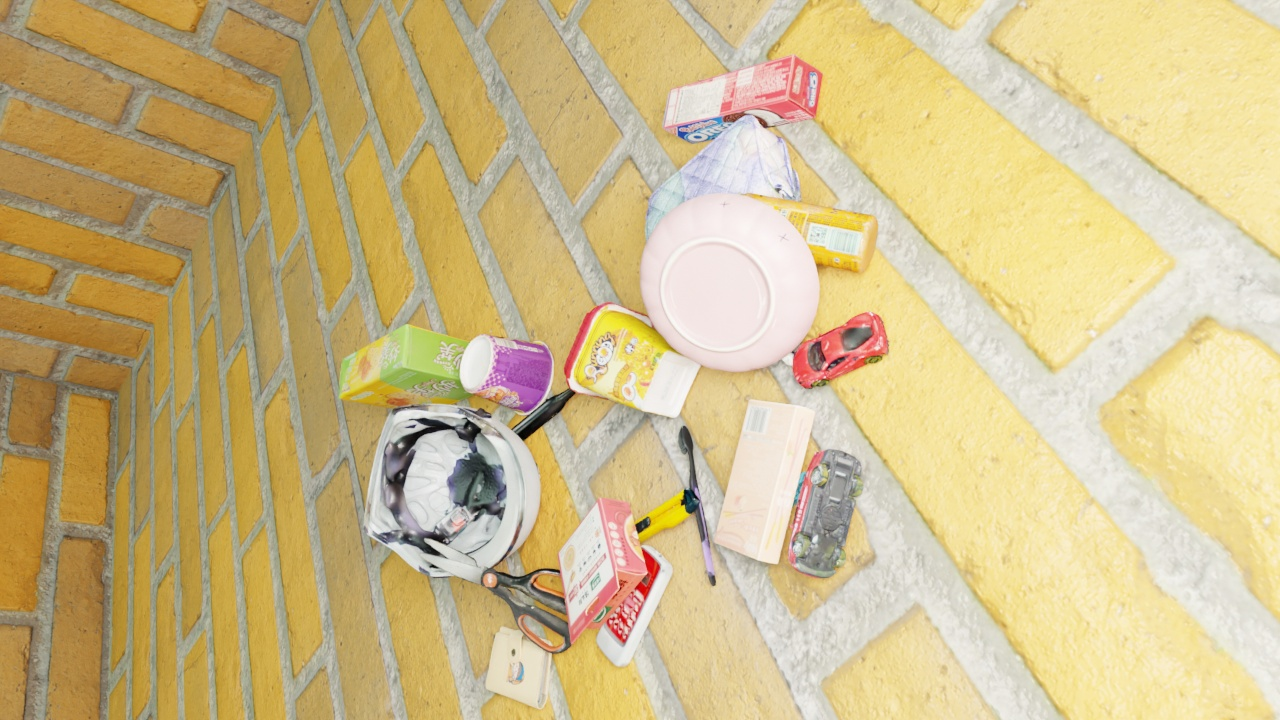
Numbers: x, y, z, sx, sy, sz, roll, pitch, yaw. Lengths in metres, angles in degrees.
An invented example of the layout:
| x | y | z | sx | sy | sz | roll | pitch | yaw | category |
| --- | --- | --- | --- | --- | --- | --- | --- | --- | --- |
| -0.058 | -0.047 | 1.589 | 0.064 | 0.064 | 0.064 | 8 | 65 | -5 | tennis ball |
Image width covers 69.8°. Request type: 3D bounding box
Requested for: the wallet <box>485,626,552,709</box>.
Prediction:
| x | y | z | sx | sy | sz | roll | pitch | yaw | category |
| --- | --- | --- | --- | --- | --- | --- | --- | --- | --- |
| -0.156 | 0.388 | 1.173 | 0.115 | 0.024 | 0.087 | -6 | 71 | 49 | wallet |

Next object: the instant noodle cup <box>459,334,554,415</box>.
| x | y | z | sx | sy | sz | roll | pitch | yaw | category |
| --- | --- | --- | --- | --- | --- | --- | --- | --- | --- |
| -0.193 | 0.015 | 1.297 | 0.112 | 0.099 | 0.111 | -20 | 63 | 45 | instant noodle cup |

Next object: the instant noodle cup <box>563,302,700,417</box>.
| x | y | z | sx | sy | sz | roll | pitch | yaw | category |
| --- | --- | --- | --- | --- | --- | --- | --- | --- | --- |
| -0.006 | 0.006 | 1.084 | 0.124 | 0.116 | 0.116 | 28 | 98 | 38 | instant noodle cup |

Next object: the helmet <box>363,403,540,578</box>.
| x | y | z | sx | sy | sz | roll | pitch | yaw | category |
| --- | --- | --- | --- | --- | --- | --- | --- | --- | --- |
| -0.234 | 0.172 | 1.241 | 0.259 | 0.145 | 0.229 | 10 | 91 | 23 | helmet |

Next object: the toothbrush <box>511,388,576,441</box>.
| x | y | z | sx | sy | sz | roll | pitch | yaw | category |
| --- | --- | --- | --- | --- | --- | --- | --- | --- | --- |
| -0.120 | 0.061 | 1.251 | 0.213 | 0.026 | 0.027 | -39 | 70 | 33 | toothbrush |

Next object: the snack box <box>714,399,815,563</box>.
| x | y | z | sx | sy | sz | roll | pitch | yaw | category |
| --- | --- | --- | --- | --- | --- | --- | --- | --- | --- |
| 0.125 | 0.120 | 0.934 | 0.085 | 0.026 | 0.157 | 6 | 81 | 63 | snack box |

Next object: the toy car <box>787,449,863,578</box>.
| x | y | z | sx | sy | sz | roll | pitch | yaw | category |
| --- | --- | --- | --- | --- | --- | --- | --- | --- | --- |
| 0.172 | 0.144 | 0.865 | 0.045 | 0.053 | 0.120 | -16 | 56 | 69 | toy car |

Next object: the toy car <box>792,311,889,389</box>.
| x | y | z | sx | sy | sz | roll | pitch | yaw | category |
| --- | --- | --- | --- | --- | --- | --- | --- | --- | --- |
| 0.194 | -0.009 | 0.909 | 0.107 | 0.031 | 0.049 | -29 | 55 | 36 | toy car |

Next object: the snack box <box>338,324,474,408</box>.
| x | y | z | sx | sy | sz | roll | pitch | yaw | category |
| --- | --- | --- | --- | --- | --- | --- | --- | --- | --- |
| -0.350 | 0.020 | 1.427 | 0.211 | 0.157 | 0.070 | -19 | 64 | 44 | snack box |

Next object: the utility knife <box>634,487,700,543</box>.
| x | y | z | sx | sy | sz | roll | pitch | yaw | category |
| --- | --- | --- | --- | --- | --- | --- | --- | --- | --- |
| 0.000 | 0.198 | 1.061 | 0.207 | 0.015 | 0.033 | -41 | 42 | 40 | utility knife |

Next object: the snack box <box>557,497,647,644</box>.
| x | y | z | sx | sy | sz | roll | pitch | yaw | category |
| --- | --- | --- | --- | --- | --- | --- | --- | --- | --- |
| -0.045 | 0.242 | 1.052 | 0.113 | 0.044 | 0.127 | -54 | 33 | 31 | snack box |

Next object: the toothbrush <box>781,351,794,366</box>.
| x | y | z | sx | sy | sz | roll | pitch | yaw | category |
| --- | --- | --- | --- | --- | --- | --- | --- | --- | --- |
| 0.122 | -0.040 | 1.019 | 0.181 | 0.018 | 0.016 | 48 | 120 | 48 | toothbrush |

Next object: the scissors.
| x | y | z | sx | sy | sz | roll | pitch | yaw | category |
| --- | --- | --- | --- | --- | --- | --- | --- | --- | --- |
| -0.176 | 0.291 | 1.135 | 0.234 | 0.021 | 0.162 | -3 | 92 | 14 | scissors |

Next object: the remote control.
| x | y | z | sx | sy | sz | roll | pitch | yaw | category |
| --- | --- | --- | --- | --- | --- | --- | --- | --- | --- |
| -0.008 | 0.280 | 1.046 | 0.056 | 0.020 | 0.136 | 34 | 102 | 48 | remote control |

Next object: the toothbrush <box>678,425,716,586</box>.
| x | y | z | sx | sy | sz | roll | pitch | yaw | category |
| --- | --- | --- | --- | --- | --- | --- | --- | --- | --- |
| 0.062 | 0.158 | 1.016 | 0.017 | 0.014 | 0.188 | -40 | 49 | 42 | toothbrush |

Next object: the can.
| x | y | z | sx | sy | sz | roll | pitch | yaw | category |
| --- | --- | --- | --- | --- | --- | --- | --- | --- | --- |
| 0.162 | -0.131 | 0.928 | 0.146 | 0.058 | 0.058 | 16 | 88 | 23 | can |

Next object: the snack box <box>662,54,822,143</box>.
| x | y | z | sx | sy | sz | roll | pitch | yaw | category |
| --- | --- | --- | --- | --- | --- | --- | --- | --- | --- |
| 0.117 | -0.308 | 1.092 | 0.208 | 0.057 | 0.058 | 3 | 81 | 49 | snack box |

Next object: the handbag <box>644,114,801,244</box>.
| x | y | z | sx | sy | sz | roll | pitch | yaw | category |
| --- | --- | --- | --- | --- | --- | --- | --- | --- | --- |
| 0.092 | -0.178 | 1.056 | 0.194 | 0.075 | 0.134 | -34 | 46 | 39 | handbag |

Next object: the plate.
| x | y | z | sx | sy | sz | roll | pitch | yaw | category |
| --- | --- | --- | --- | --- | --- | --- | --- | --- | --- |
| 0.083 | -0.071 | 0.933 | 0.193 | 0.038 | 0.193 | 10 | 117 | 21 | plate |

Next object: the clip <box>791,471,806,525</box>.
| x | y | z | sx | sy | sz | roll | pitch | yaw | category |
| --- | --- | --- | --- | --- | --- | --- | --- | --- | --- |
| 0.157 | 0.138 | 0.913 | 0.040 | 0.014 | 0.056 | 29 | 98 | 50 | clip |
